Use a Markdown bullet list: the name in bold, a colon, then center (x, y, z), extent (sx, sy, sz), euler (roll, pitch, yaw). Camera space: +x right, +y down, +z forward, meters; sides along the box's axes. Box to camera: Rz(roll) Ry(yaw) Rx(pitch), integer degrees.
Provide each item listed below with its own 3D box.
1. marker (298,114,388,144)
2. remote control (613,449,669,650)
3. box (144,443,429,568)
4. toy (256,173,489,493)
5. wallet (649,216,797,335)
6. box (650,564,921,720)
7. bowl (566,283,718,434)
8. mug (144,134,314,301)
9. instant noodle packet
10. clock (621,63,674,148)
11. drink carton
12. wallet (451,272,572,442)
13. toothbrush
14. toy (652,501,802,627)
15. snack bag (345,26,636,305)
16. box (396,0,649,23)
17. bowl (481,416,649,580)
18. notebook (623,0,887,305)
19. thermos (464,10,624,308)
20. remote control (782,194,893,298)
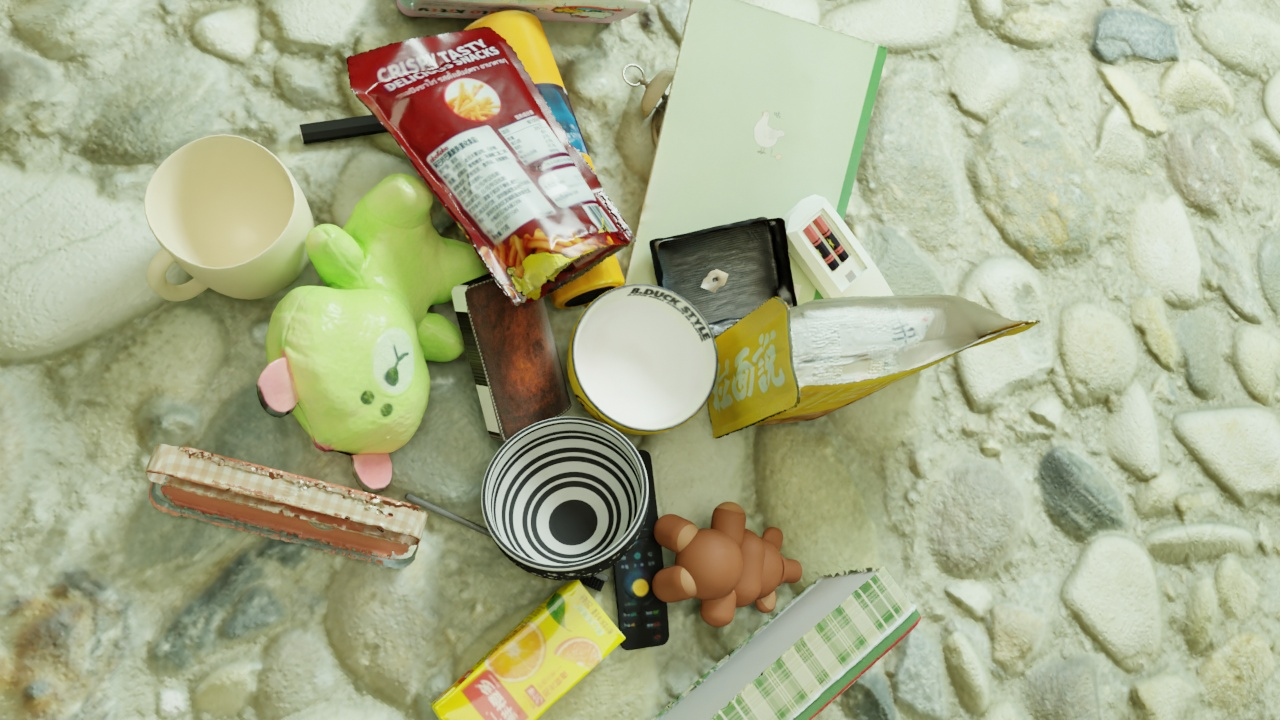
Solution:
- **marker**: center (-0.209, -0.191, 0.738), extent (0.123, 0.021, 0.017), euler (-13, 81, -18)
- **remote control**: center (-0.005, 0.147, 0.719), extent (0.041, 0.020, 0.151), euler (-2, 79, -18)
- **box**: center (-0.242, 0.101, 0.632), extent (0.187, 0.083, 0.041), euler (17, 62, -10)
- **toy**: center (-0.197, -0.025, 0.661), extent (0.196, 0.107, 0.150), euler (-58, 137, -18)
- **wallet**: center (0.069, -0.069, 0.770), extent (0.115, 0.026, 0.089), euler (-12, 101, -10)
- **box**: center (0.103, 0.232, 0.680), extent (0.205, 0.118, 0.051), euler (-32, 83, -23)
- **bowl**: center (-0.004, 0.004, 0.727), extent (0.117, 0.068, 0.117), euler (4, 76, -16)
- **mug**: center (-0.290, -0.085, 0.646), extent (0.096, 0.100, 0.120), euler (43, 75, 3)
- **instant noodle packet**: center (0.179, -0.003, 0.733), extent (0.221, 0.163, 0.084), euler (-7, 78, -19)
- **clock**: center (0.046, -0.217, 0.803), extent (0.141, 0.055, 0.092), euler (32, 71, -10)
- **drink carton**: center (-0.082, 0.225, 0.665), extent (0.134, 0.043, 0.058), euler (-39, 88, -22)
- **wallet**: center (-0.095, -0.006, 0.692), extent (0.072, 0.019, 0.123), euler (-28, 114, -39)
- **toothbrush**: center (-0.100, 0.136, 0.696), extent (0.167, 0.013, 0.013), euler (27, 79, -9)
- **toy**: center (0.071, 0.159, 0.719), extent (0.127, 0.065, 0.095), euler (14, 79, -38)
- **snack bag**: center (-0.100, -0.150, 0.658), extent (0.138, 0.067, 0.208), euler (-33, 90, -35)
- **box**: center (-0.105, -0.311, 0.775), extent (0.201, 0.077, 0.146), euler (-5, 47, -18)
- **bowl**: center (-0.053, 0.110, 0.681), extent (0.120, 0.066, 0.120), euler (-1, 57, 2)
- **notebook**: center (0.100, -0.166, 0.782), extent (0.182, 0.010, 0.252), euler (12, 96, -14)
- **thermos**: center (-0.086, -0.156, 0.741), extent (0.091, 0.076, 0.232), euler (-21, 83, 9)
- **remote control**: center (0.176, -0.078, 0.797), extent (0.049, 0.024, 0.143), euler (-42, 108, -5)
